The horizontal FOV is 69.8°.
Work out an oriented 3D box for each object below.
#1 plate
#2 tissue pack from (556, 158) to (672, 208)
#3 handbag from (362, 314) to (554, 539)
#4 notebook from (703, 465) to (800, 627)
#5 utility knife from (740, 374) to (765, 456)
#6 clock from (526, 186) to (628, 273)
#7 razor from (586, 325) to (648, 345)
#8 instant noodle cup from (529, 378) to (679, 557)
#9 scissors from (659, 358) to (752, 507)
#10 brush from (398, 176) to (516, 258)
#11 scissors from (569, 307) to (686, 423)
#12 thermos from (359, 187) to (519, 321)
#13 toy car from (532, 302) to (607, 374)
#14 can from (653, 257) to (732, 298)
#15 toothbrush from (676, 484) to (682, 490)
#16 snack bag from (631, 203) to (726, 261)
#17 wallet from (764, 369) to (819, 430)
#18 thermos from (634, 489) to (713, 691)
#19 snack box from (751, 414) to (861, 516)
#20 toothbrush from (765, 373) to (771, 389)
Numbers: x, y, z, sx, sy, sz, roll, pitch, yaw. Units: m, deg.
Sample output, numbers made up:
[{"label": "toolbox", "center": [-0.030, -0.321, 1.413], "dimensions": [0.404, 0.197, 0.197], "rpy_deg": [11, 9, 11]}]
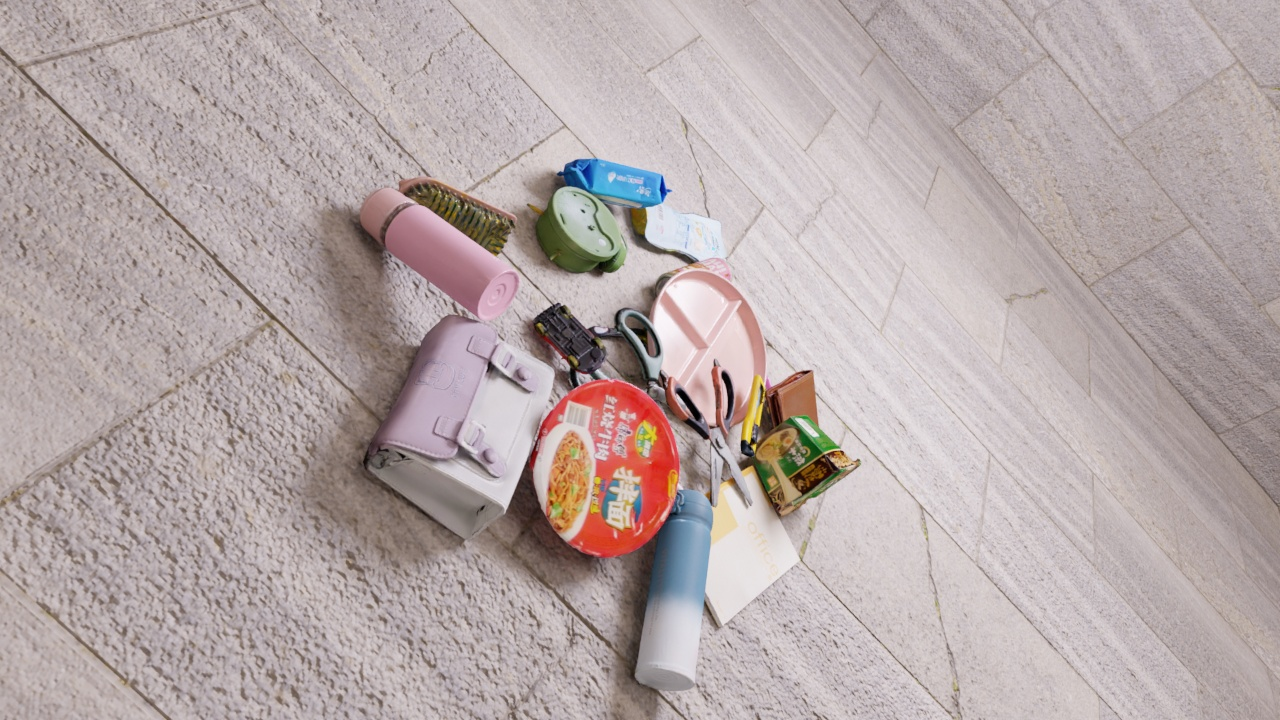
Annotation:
[{"label": "plate", "center": [0.095, -0.017, 1.296], "dimensions": [0.229, 0.028, 0.229], "rpy_deg": [14, 68, -39]}, {"label": "tissue pack", "center": [-0.041, -0.254, 1.331], "dimensions": [0.157, 0.095, 0.052], "rpy_deg": [9, 92, -22]}, {"label": "handbag", "center": [-0.182, 0.059, 0.946], "dimensions": [0.145, 0.099, 0.196], "rpy_deg": [32, 41, -16]}, {"label": "notebook", "center": [0.123, 0.230, 1.172], "dimensions": [0.205, 0.010, 0.146], "rpy_deg": [-19, 81, -51]}, {"label": "utility knife", "center": [0.157, 0.076, 1.273], "dimensions": [0.033, 0.015, 0.154], "rpy_deg": [56, 33, -31]}, {"label": "clock", "center": [-0.076, -0.177, 1.275], "dimensions": [0.161, 0.056, 0.116], "rpy_deg": [0, 61, -46]}, {"label": "razor", "center": [-0.017, -0.036, 1.249], "dimensions": [0.142, 0.022, 0.042], "rpy_deg": [4, 55, -44]}, {"label": "instant noodle cup", "center": [-0.050, 0.117, 1.015], "dimensions": [0.193, 0.066, 0.193], "rpy_deg": [5, 82, -38]}, {"label": "scissors", "center": [0.098, 0.090, 1.211], "dimensions": [0.222, 0.015, 0.188], "rpy_deg": [58, 37, -9]}, {"label": "brush", "center": [-0.228, -0.179, 1.122], "dimensions": [0.145, 0.063, 0.073], "rpy_deg": [23, 16, -29]}, {"label": "scissors", "center": [-0.005, 0.006, 1.182], "dimensions": [0.173, 0.019, 0.178], "rpy_deg": [22, 67, -22]}, {"label": "thermos", "center": [-0.224, -0.120, 1.023], "dimensions": [0.198, 0.067, 0.087], "rpy_deg": [34, -2, 21]}, {"label": "toy car", "center": [-0.086, -0.024, 1.136], "dimensions": [0.049, 0.031, 0.106], "rpy_deg": [-39, 69, -20]}, {"label": "can", "center": [0.081, -0.117, 1.386], "dimensions": [0.147, 0.058, 0.058], "rpy_deg": [-25, 79, -52]}, {"label": "toothbrush", "center": [0.010, 0.117, 1.142], "dimensions": [0.224, 0.027, 0.027], "rpy_deg": [49, 35, -12]}, {"label": "snack bag", "center": [0.068, -0.205, 1.463], "dimensions": [0.190, 0.039, 0.110], "rpy_deg": [17, 44, -38]}, {"label": "wallet", "center": [0.232, 0.077, 1.381], "dimensions": [0.124, 0.032, 0.101], "rpy_deg": [-24, 107, -50]}, {"label": "thermos", "center": [0.040, 0.249, 1.018], "dimensions": [0.070, 0.070, 0.219], "rpy_deg": [31, 49, -25]}, {"label": "snack box", "center": [0.220, 0.136, 1.268], "dimensions": [0.105, 0.118, 0.118], "rpy_deg": [56, 20, 15]}, {"label": "toothbrush", "center": [0.181, -0.018, 1.446], "dimensions": [0.017, 0.014, 0.189], "rpy_deg": [19, 48, -52]}]
